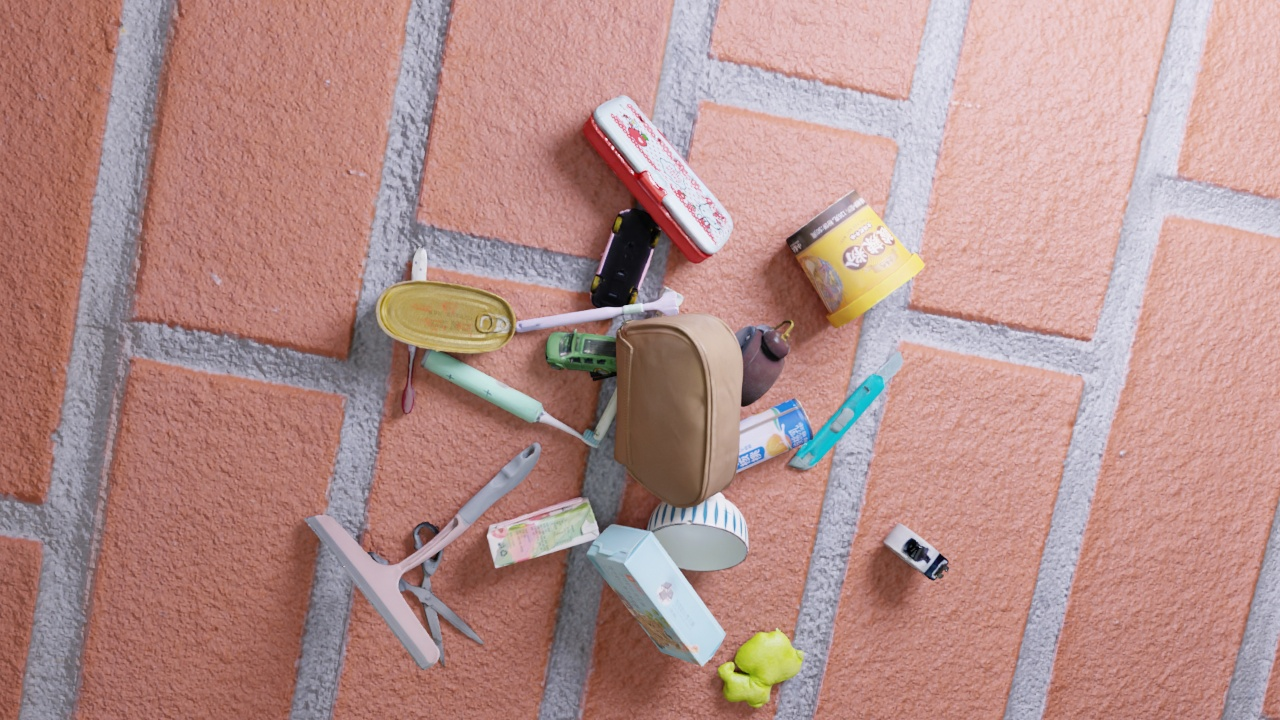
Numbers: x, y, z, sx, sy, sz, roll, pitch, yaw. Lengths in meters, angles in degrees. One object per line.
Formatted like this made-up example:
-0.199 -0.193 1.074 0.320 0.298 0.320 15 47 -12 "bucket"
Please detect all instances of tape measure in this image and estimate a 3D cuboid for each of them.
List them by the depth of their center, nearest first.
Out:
0.320 0.222 1.076 0.066 0.066 0.033 39 87 -9 "tape measure"

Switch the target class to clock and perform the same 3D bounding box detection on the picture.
0.126 -0.002 1.030 0.055 0.082 0.122 41 92 -12 "clock"

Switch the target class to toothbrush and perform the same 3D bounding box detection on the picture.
-0.051 -0.050 1.021 0.189 0.021 0.029 -7 82 12 "toothbrush"
-0.253 -0.033 1.031 0.016 0.017 0.187 6 93 -2 "toothbrush"
-0.006 0.006 1.032 0.029 0.020 0.189 29 95 25 "toothbrush"
-0.145 0.046 1.040 0.224 0.026 0.027 28 104 -7 "toothbrush"

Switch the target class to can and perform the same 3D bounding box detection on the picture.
-0.211 -0.047 1.001 0.148 0.049 0.074 7 93 -9 "can"
0.127 0.093 1.054 0.134 0.053 0.053 -23 97 -2 "can"

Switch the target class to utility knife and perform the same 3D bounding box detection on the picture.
0.245 0.061 1.080 0.029 0.013 0.187 42 91 -8 "utility knife"

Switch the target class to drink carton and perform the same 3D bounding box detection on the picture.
-0.111 0.193 1.045 0.122 0.053 0.045 -16 96 -4 "drink carton"

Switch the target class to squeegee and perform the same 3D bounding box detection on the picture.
-0.205 0.179 1.023 0.249 0.040 0.248 -40 55 -18 "squeegee"

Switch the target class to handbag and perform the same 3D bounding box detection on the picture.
0.041 0.047 0.980 0.099 0.148 0.205 -19 118 -46 "handbag"

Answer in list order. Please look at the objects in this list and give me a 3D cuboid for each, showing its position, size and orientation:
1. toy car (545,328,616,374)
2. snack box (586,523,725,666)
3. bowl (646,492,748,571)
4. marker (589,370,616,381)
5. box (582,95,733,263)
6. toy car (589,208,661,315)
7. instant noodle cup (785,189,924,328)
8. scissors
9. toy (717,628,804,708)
-0.062 -0.011 1.028 0.091 0.036 0.043 4 71 5 "toy car"
0.018 0.262 1.027 0.051 0.074 0.175 -46 115 -28 "snack box"
0.065 0.185 1.042 0.116 0.117 0.066 13 52 -6 "bowl"
0.006 0.001 1.051 0.132 0.020 0.022 -11 69 -3 "marker"
0.025 -0.202 1.006 0.201 0.086 0.047 49 131 -7 "box"
-0.017 -0.110 1.027 0.056 0.037 0.122 20 102 -8 "toy car"
0.231 -0.116 1.014 0.118 0.118 0.114 -35 89 -1 "instant noodle cup"
-0.250 0.268 1.065 0.177 0.014 0.159 20 96 -8 "scissors"
0.142 0.366 1.095 0.096 0.031 0.100 15 95 -4 "toy"
